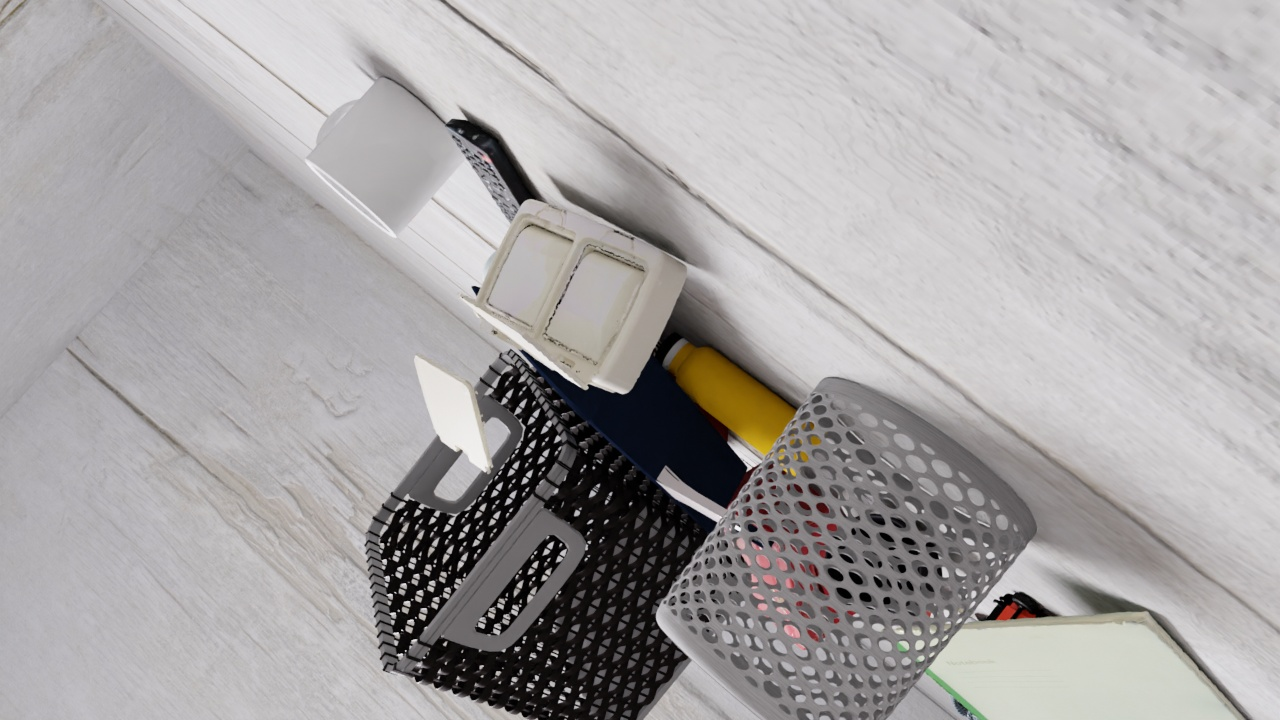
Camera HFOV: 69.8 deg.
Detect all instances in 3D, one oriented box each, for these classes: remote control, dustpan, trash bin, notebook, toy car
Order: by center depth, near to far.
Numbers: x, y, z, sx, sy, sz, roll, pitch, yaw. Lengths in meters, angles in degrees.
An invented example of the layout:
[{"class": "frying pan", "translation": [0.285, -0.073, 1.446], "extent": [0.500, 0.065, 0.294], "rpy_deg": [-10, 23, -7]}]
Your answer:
[{"class": "trash bin", "translation": [0.118, 0.131, 0.563], "extent": [0.156, 0.183, 0.156], "rpy_deg": [39, 173, 6]}, {"class": "notebook", "translation": [0.311, 0.244, 0.627], "extent": [0.252, 0.010, 0.182], "rpy_deg": [42, 142, -23]}, {"class": "toy car", "translation": [0.303, 0.217, 0.686], "extent": [0.049, 0.051, 0.100], "rpy_deg": [48, 169, -32]}, {"class": "remote control", "translation": [-0.099, -0.131, 0.701], "extent": [0.047, 0.022, 0.150], "rpy_deg": [36, 170, 24]}, {"class": "dustpan", "translation": [0.001, 0.063, 0.725], "extent": [0.273, 0.080, 0.236], "rpy_deg": [18, 161, 35]}]

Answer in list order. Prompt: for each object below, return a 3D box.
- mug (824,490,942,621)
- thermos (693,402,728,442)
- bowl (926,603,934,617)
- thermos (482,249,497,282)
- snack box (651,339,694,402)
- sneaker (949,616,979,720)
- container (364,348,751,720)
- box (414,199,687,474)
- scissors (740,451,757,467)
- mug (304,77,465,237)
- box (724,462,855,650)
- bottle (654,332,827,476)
[{"class": "mug", "translation": [0.208, 0.165, 0.785], "extent": [0.100, 0.085, 0.118], "rpy_deg": [29, -146, -52]}, {"class": "thermos", "translation": [0.040, 0.091, 1.053], "extent": [0.108, 0.084, 0.199], "rpy_deg": [22, 169, 3]}, {"class": "bowl", "translation": [0.264, 0.232, 0.975], "extent": [0.130, 0.045, 0.130], "rpy_deg": [39, 172, 6]}, {"class": "thermos", "translation": [-0.085, -0.066, 0.831], "extent": [0.068, 0.068, 0.230], "rpy_deg": [43, 171, -24]}, {"class": "snack box", "translation": [-0.005, 0.005, 0.842], "extent": [0.072, 0.072, 0.121], "rpy_deg": [31, 170, 47]}, {"class": "sneaker", "translation": [0.362, 0.335, 0.947], "extent": [0.089, 0.087, 0.235], "rpy_deg": [34, 171, 38]}, {"class": "container", "translation": [-0.081, 0.182, 0.879], "extent": [0.243, 0.247, 0.245], "rpy_deg": [36, -175, -28]}, {"class": "box", "translation": [-0.084, -0.016, 0.578], "extent": [0.143, 0.187, 0.105], "rpy_deg": [25, -179, 40]}, {"class": "scissors", "translation": [0.184, 0.160, 1.063], "extent": [0.157, 0.012, 0.171], "rpy_deg": [45, 170, -32]}, {"class": "mug", "translation": [-0.216, -0.171, 0.748], "extent": [0.121, 0.090, 0.091], "rpy_deg": [36, 172, 23]}, {"class": "box", "translation": [0.154, 0.199, 0.955], "extent": [0.129, 0.087, 0.158], "rpy_deg": [43, 153, 56]}, {"class": "bottle", "translation": [0.075, 0.030, 0.717], "extent": [0.143, 0.043, 0.043], "rpy_deg": [37, 172, 15]}]
